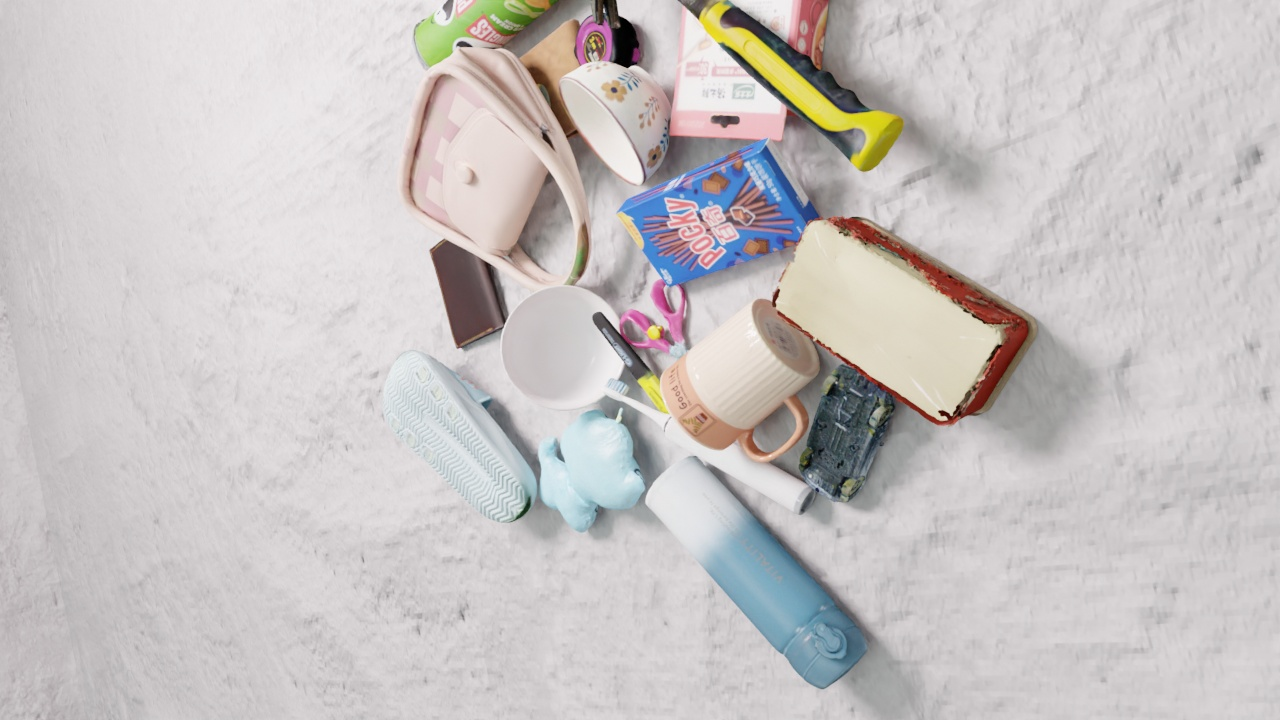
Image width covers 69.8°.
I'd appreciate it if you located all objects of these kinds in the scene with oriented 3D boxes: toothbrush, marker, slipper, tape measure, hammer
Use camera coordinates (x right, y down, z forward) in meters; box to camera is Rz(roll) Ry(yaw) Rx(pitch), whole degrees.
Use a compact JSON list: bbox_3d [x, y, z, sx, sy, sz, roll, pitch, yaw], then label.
[{"bbox_3d":[0.052,0.070,0.804,0.221,0.027,0.026,28,73,28],"label":"toothbrush"},{"bbox_3d":[-0.005,0.005,0.849,0.124,0.015,0.018,52,136,5],"label":"marker"},{"bbox_3d":[-0.193,0.076,1.007,0.245,0.074,0.104,42,121,23],"label":"slipper"},{"bbox_3d":[-0.030,-0.284,0.833,0.057,0.039,0.058,52,131,23],"label":"tape measure"},{"bbox_3d":[0.067,-0.251,0.697,0.323,0.031,0.126,49,123,24],"label":"hammer"}]

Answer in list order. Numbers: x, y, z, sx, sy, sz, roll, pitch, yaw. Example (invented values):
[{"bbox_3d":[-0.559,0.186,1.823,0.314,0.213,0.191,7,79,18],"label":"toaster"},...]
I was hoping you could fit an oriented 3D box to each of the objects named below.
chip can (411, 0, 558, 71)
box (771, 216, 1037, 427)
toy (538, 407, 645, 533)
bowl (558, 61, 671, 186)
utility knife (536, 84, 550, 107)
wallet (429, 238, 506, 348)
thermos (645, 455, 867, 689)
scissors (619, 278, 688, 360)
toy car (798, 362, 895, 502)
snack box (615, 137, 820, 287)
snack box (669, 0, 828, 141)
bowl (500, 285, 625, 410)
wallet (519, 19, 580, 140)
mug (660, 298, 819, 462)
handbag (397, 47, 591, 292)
[{"bbox_3d":[-0.127,-0.355,0.887,0.237,0.072,0.072,-20,83,41],"label":"chip can"},{"bbox_3d":[0.181,-0.033,0.657,0.168,0.079,0.091,39,121,30],"label":"box"},{"bbox_3d":[-0.050,0.105,0.902,0.161,0.049,0.156,37,127,40],"label":"toy"},{"bbox_3d":[-0.013,-0.216,0.800,0.062,0.113,0.113,-42,61,-9],"label":"bowl"},{"bbox_3d":[-0.143,-0.267,0.941,0.173,0.018,0.031,17,105,51],"label":"utility knife"},{"bbox_3d":[-0.194,-0.082,1.022,0.097,0.020,0.122,-21,84,46],"label":"wallet"},{"bbox_3d":[0.096,0.175,0.772,0.220,0.070,0.070,45,123,28],"label":"thermos"},{"bbox_3d":[0.040,-0.016,0.828,0.137,0.017,0.096,41,112,23],"label":"scissors"},{"bbox_3d":[0.162,0.056,0.716,0.054,0.036,0.121,35,128,32],"label":"toy car"},{"bbox_3d":[0.061,-0.117,0.757,0.157,0.026,0.084,-15,121,42],"label":"snack box"},{"bbox_3d":[0.086,-0.240,0.733,0.113,0.044,0.127,15,105,38],"label":"snack box"},{"bbox_3d":[-0.076,-0.009,0.887,0.065,0.118,0.118,153,105,-80],"label":"bowl"},{"bbox_3d":[-0.089,-0.262,0.903,0.116,0.020,0.101,-17,83,44],"label":"wallet"},{"bbox_3d":[0.089,0.023,0.744,0.106,0.081,0.114,-42,76,32],"label":"mug"},{"bbox_3d":[-0.128,-0.166,0.898,0.234,0.093,0.194,47,137,14],"label":"handbag"}]
